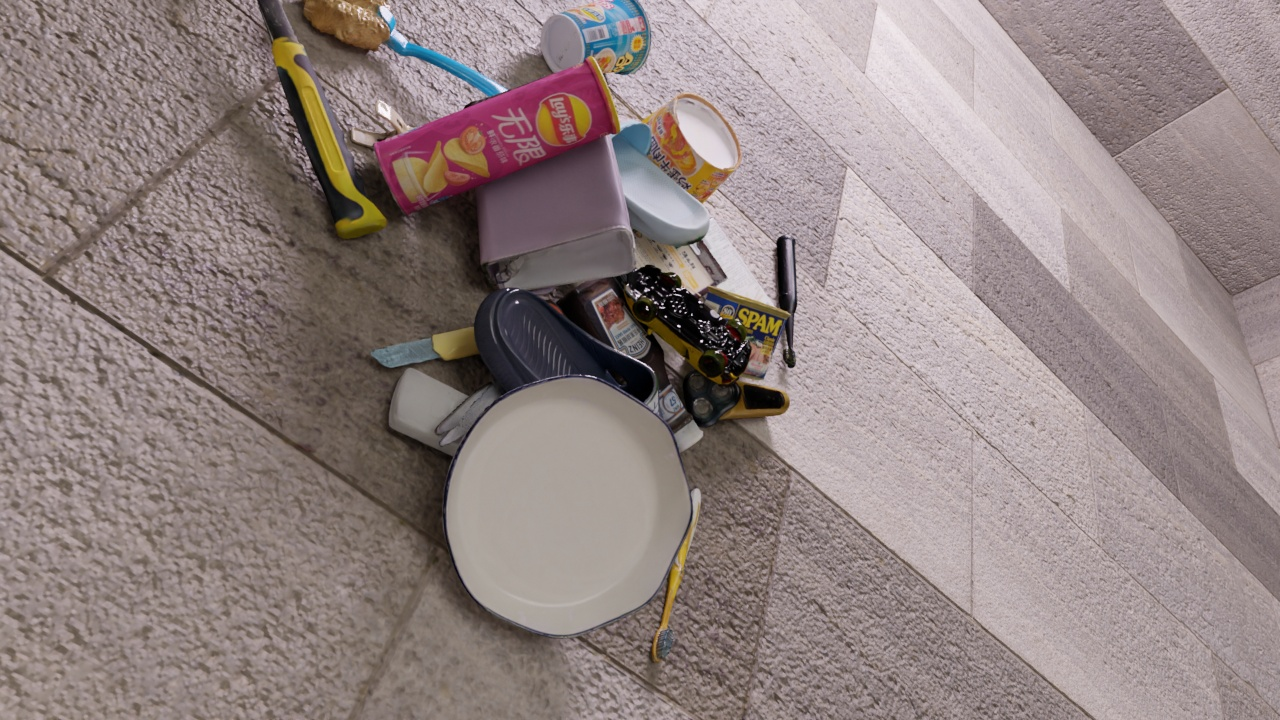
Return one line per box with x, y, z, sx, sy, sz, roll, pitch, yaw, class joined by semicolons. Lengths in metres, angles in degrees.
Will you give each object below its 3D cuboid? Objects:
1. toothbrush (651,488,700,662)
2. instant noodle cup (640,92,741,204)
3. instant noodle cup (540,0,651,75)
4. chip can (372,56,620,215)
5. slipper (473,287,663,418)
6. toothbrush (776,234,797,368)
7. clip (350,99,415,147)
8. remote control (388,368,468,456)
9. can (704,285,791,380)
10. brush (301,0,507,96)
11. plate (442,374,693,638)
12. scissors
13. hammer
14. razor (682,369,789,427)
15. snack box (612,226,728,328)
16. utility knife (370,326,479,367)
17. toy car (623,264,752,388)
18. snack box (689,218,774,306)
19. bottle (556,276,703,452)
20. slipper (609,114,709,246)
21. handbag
0.038;0.194;0.859;0.016;0.018;0.190;40;43;-20;toothbrush
0.045;-0.240;1.086;0.138;0.110;0.137;24;50;-33;instant noodle cup
-0.058;-0.385;1.103;0.109;0.099;0.099;-29;86;-43;instant noodle cup
-0.128;-0.201;0.824;0.071;0.210;0.071;156;-88;-88;chip can
-0.036;0.038;0.814;0.268;0.083;0.110;51;39;-27;slipper
0.190;-0.078;1.183;0.027;0.026;0.212;39;42;-37;toothbrush
-0.217;-0.205;0.863;0.100;0.072;0.034;18;54;-43;clip
-0.140;0.061;0.771;0.150;0.021;0.058;31;38;-27;remote control
0.108;-0.029;1.018;0.102;0.057;0.083;13;100;-38;can
-0.217;-0.309;0.920;0.254;0.046;0.083;27;46;-22;brush
-0.059;0.114;0.737;0.204;0.046;0.205;2;86;-23;plate
-0.119;0.006;0.804;0.234;0.022;0.141;-4;75;-57;scissors
-0.305;-0.255;0.800;0.126;0.032;0.323;-20;83;-29;hammer
0.111;0.043;1.002;0.167;0.068;0.062;6;68;-49;razor
0.020;-0.106;1.015;0.113;0.053;0.125;56;40;1;snack box
-0.150;-0.020;0.819;0.210;0.022;0.031;-15;74;-55;utility knife
0.047;-0.038;0.935;0.156;0.041;0.071;39;45;1;toy car
0.105;-0.094;1.110;0.157;0.027;0.084;56;40;0;snack box
-0.005;0.005;0.925;0.195;0.044;0.079;55;41;-1;bottle
-0.020;-0.215;0.993;0.245;0.074;0.103;42;44;18;slipper
-0.092;-0.171;0.895;0.145;0.098;0.196;-11;66;-3;handbag
